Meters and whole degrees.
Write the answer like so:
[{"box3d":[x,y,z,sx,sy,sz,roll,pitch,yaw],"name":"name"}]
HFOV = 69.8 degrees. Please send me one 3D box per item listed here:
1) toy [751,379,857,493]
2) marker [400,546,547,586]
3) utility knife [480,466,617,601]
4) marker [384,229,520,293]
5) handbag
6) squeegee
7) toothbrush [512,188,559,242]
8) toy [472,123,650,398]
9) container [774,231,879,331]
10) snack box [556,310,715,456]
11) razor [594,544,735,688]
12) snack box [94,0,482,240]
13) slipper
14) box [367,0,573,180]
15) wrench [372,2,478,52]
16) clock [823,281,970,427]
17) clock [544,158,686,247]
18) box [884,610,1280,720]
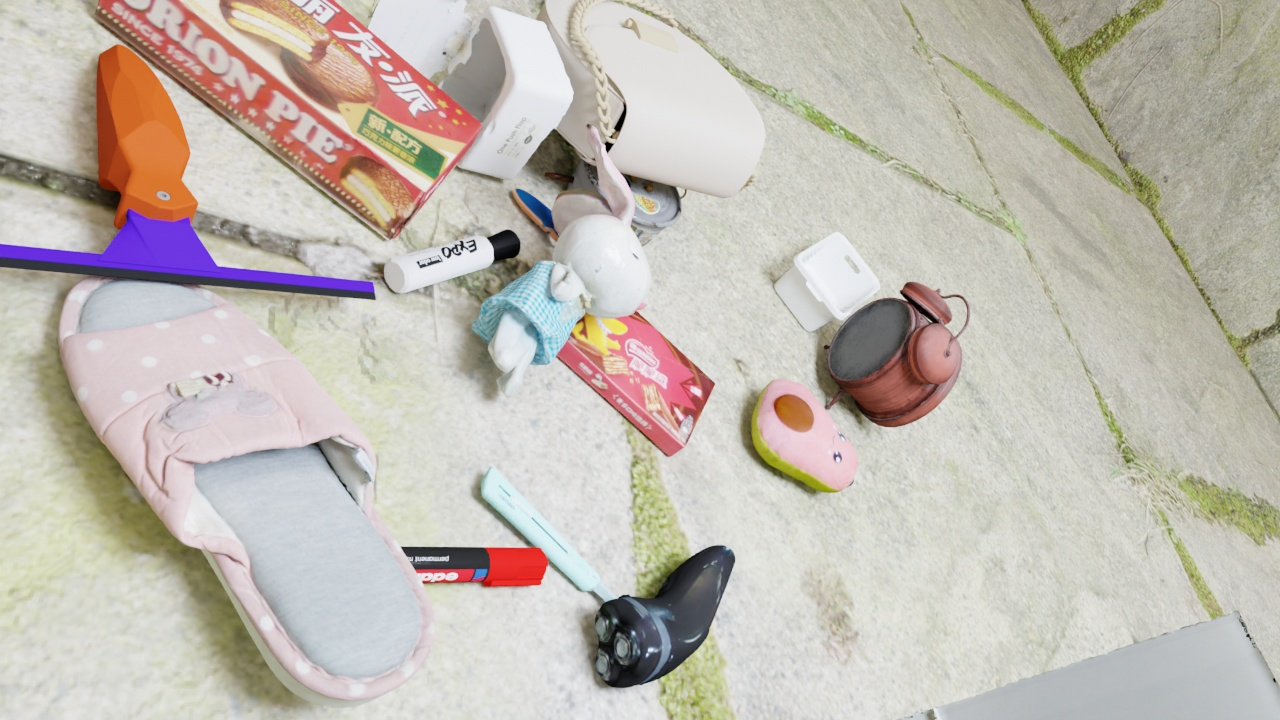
[{"box3d":[0.145,0.070,0.807,0.110,0.051,0.089,41,40,-14],"name":"toy"},{"box3d":[-0.119,0.119,0.529,0.144,0.021,0.023,10,81,-40],"name":"marker"},{"box3d":[-0.057,0.120,0.596,0.129,0.015,0.022,47,37,-10],"name":"utility knife"},{"box3d":[-0.132,-0.075,0.672,0.025,0.025,0.125,55,38,6],"name":"marker"},{"box3d":[-0.002,-0.233,0.816,0.210,0.104,0.208,6,44,-36],"name":"handbag"},{"box3d":[-0.289,-0.122,0.532,0.249,0.055,0.184,3,47,-44],"name":"squeegee"},{"box3d":[-0.059,-0.095,0.768,0.135,0.017,0.021,48,39,-3],"name":"toothbrush"},{"box3d":[-0.045,-0.056,0.661,0.105,0.131,0.204,27,58,-4],"name":"toy"},{"box3d":[0.197,-0.081,0.983,0.080,0.050,0.128,53,38,4],"name":"container"},{"box3d":[-0.004,0.004,0.736,0.133,0.021,0.089,42,39,-10],"name":"snack box"},{"box3d":[0.019,0.161,0.609,0.063,0.053,0.140,45,35,7],"name":"razor"},{"box3d":[-0.235,-0.200,0.643,0.236,0.060,0.112,39,38,-15],"name":"snack box"},{"box3d":[-0.196,0.048,0.463,0.274,0.055,0.113,49,39,12],"name":"slipper"},{"box3d":[-0.146,-0.227,0.717,0.136,0.109,0.124,5,54,-44],"name":"box"},{"box3d":[-0.117,-0.273,0.855,0.273,0.018,0.083,20,47,-33],"name":"wrench"},{"box3d":[0.255,-0.010,0.896,0.072,0.158,0.120,37,40,-26],"name":"clock"},{"box3d":[-0.006,-0.153,0.835,0.147,0.056,0.104,-16,68,-49],"name":"clock"},{"box3d":[0.217,0.251,0.473,0.150,0.370,0.166,6,56,-39],"name":"box"}]
